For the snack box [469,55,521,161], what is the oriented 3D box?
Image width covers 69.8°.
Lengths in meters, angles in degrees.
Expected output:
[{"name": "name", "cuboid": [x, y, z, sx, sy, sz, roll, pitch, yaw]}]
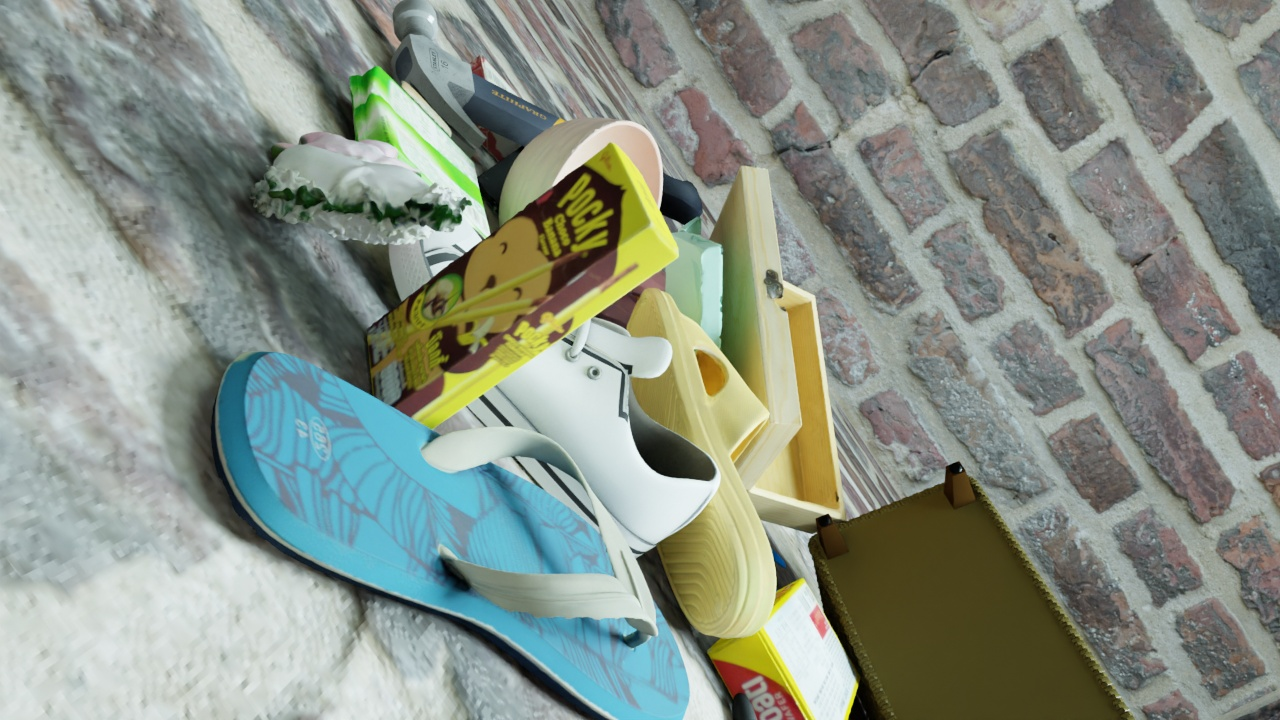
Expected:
[{"name": "snack box", "cuboid": [-0.083, -0.177, 0.908, 0.273, 0.044, 0.076, 42, 25, -46]}]

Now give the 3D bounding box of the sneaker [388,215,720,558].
[{"name": "sneaker", "cuboid": [-0.036, 0.003, 0.520, 0.245, 0.097, 0.091, 53, 13, -15]}]

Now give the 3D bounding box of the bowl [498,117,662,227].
[{"name": "bowl", "cuboid": [-0.056, -0.119, 0.703, 0.076, 0.153, 0.153, 25, -2, 27]}]

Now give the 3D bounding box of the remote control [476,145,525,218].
[{"name": "remote control", "cuboid": [-0.094, -0.160, 0.782, 0.045, 0.021, 0.140, 53, 34, -14]}]

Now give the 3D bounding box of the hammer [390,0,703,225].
[{"name": "hammer", "cuboid": [-0.066, -0.191, 0.790, 0.312, 0.035, 0.139, 18, 44, -38]}]

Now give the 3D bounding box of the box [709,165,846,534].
[{"name": "box", "cuboid": [0.107, 0.000, 0.817, 0.253, 0.119, 0.247, 64, 20, -57]}]

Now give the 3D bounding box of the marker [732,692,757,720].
[{"name": "marker", "cuboid": [0.066, 0.240, 0.510, 0.133, 0.015, 0.018, -98, 166, -62]}]

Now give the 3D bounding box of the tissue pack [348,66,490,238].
[{"name": "tissue pack", "cuboid": [-0.140, -0.125, 0.589, 0.114, 0.034, 0.099, 44, 21, -46]}]

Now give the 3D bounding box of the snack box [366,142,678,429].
[{"name": "snack box", "cuboid": [-0.057, -0.029, 0.404, 0.025, 0.149, 0.061, 41, 20, -46]}]

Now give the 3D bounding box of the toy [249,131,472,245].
[{"name": "toy", "cuboid": [-0.139, -0.085, 0.447, 0.095, 0.041, 0.109, 6, 27, -26]}]

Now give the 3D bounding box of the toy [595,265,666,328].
[{"name": "toy", "cuboid": [-0.032, -0.099, 0.820, 0.157, 0.067, 0.123, 34, 34, 5]}]

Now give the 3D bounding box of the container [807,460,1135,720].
[{"name": "container", "cuboid": [0.269, 0.258, 0.747, 0.320, 0.176, 0.205, -109, 175, -47]}]

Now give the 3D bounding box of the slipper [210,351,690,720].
[{"name": "slipper", "cuboid": [-0.047, 0.076, 0.395, 0.295, 0.060, 0.118, 44, 15, -44]}]

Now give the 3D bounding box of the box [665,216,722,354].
[{"name": "box", "cuboid": [0.042, -0.017, 0.762, 0.138, 0.055, 0.187, -112, -159, -71]}]

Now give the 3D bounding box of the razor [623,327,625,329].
[{"name": "razor", "cuboid": [0.013, -0.017, 0.849, 0.144, 0.021, 0.043, 35, 53, -13]}]

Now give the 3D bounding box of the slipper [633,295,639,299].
[{"name": "slipper", "cuboid": [0.044, -0.036, 0.948, 0.093, 0.082, 0.197, 50, 17, -25]}]

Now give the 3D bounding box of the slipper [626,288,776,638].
[{"name": "slipper", "cuboid": [0.045, 0.065, 0.638, 0.078, 0.100, 0.263, 7, 46, -28]}]

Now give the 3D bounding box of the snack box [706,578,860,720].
[{"name": "snack box", "cuboid": [0.110, 0.220, 0.659, 0.092, 0.042, 0.200, 60, 13, 13]}]

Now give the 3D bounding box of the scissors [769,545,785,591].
[{"name": "scissors", "cuboid": [0.103, 0.162, 0.839, 0.127, 0.013, 0.125, 40, 20, -40]}]
